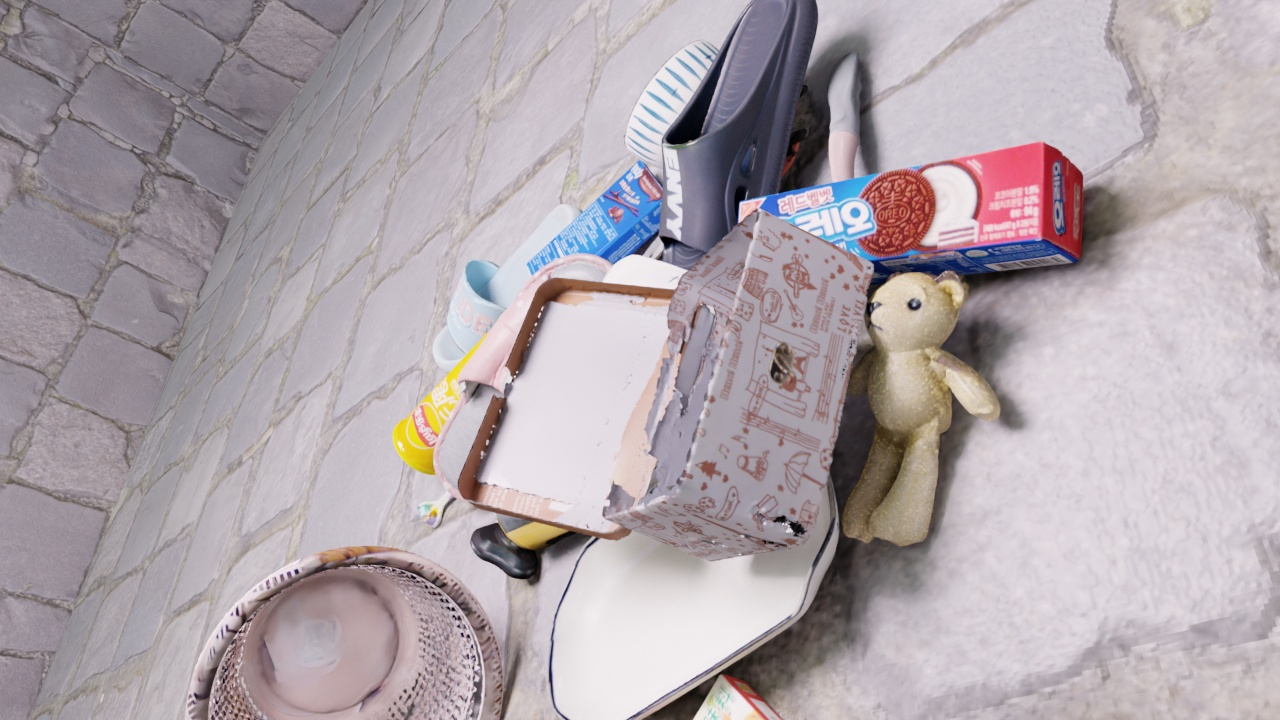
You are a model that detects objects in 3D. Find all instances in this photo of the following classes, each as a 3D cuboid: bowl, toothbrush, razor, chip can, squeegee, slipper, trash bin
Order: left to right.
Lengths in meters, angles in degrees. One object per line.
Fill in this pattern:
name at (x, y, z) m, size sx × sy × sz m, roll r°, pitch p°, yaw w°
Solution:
trash bin at (-0.248, 0.257, 0.761) m, size 0.192 × 0.227 × 0.227 m, roll -8°, pitch 59°, yaw 66°
chip can at (-0.162, 0.029, 0.924) m, size 0.214 × 0.072 × 0.072 m, roll -42°, pitch 37°, yaw 26°
toothbrush at (-0.159, 0.102, 0.914) m, size 0.190 × 0.029 × 0.020 m, roll -44°, pitch -5°, yaw 21°
slipper at (-0.151, -0.078, 0.989) m, size 0.246 × 0.074 × 0.104 m, roll -44°, pitch 37°, yaw 21°
slipper at (-0.107, 0.021, 0.826) m, size 0.275 × 0.114 × 0.054 m, roll -52°, pitch -11°, yaw 19°
razor at (-0.065, 0.129, 0.742) m, size 0.168 × 0.062 × 0.067 m, roll -28°, pitch 75°, yaw 32°
bowl at (0.048, -0.214, 0.809) m, size 0.066 × 0.116 × 0.116 m, roll 41°, pitch 104°, yaw 12°
slipper at (0.055, -0.171, 0.714) m, size 0.111 × 0.083 × 0.268 m, roll 20°, pitch 94°, yaw 60°
squeegee at (0.151, -0.149, 0.665) m, size 0.248 × 0.040 × 0.249 m, roll -30°, pitch 43°, yaw 40°

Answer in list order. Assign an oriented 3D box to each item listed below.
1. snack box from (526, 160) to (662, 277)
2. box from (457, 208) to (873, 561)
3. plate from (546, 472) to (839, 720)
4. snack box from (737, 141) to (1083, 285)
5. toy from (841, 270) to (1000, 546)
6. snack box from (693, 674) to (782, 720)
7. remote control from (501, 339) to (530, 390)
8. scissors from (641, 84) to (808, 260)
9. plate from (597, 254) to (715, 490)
snack box at (-0.039, -0.118, 0.885) m, size 0.157 × 0.026 × 0.084 m, roll -41°, pitch 38°, yaw 10°
box at (0.011, 0.022, 0.573) m, size 0.274 × 0.125 × 0.178 m, roll -7°, pitch 56°, yaw 47°
plate at (0.031, 0.143, 0.596) m, size 0.266 × 0.034 × 0.161 m, roll -43°, pitch 31°, yaw 28°
snack box at (0.152, -0.079, 0.560) m, size 0.208 × 0.057 × 0.058 m, roll -3°, pitch 80°, yaw 45°
toy at (0.145, 0.026, 0.515) m, size 0.105 × 0.066 × 0.157 m, roll 7°, pitch 88°, yaw 62°
snack box at (0.034, 0.266, 0.516) m, size 0.156 × 0.027 × 0.077 m, roll -60°, pitch 31°, yaw 1°
remote control at (-0.054, 0.035, 0.758) m, size 0.135 × 0.019 × 0.056 m, roll 34°, pitch 97°, yaw 25°
scissors at (0.066, -0.139, 0.778) m, size 0.197 × 0.015 × 0.205 m, roll 32°, pitch 100°, yaw 60°
plate at (-0.004, 0.004, 0.687) m, size 0.164 × 0.034 × 0.163 m, roll 25°, pitch 94°, yaw 42°
